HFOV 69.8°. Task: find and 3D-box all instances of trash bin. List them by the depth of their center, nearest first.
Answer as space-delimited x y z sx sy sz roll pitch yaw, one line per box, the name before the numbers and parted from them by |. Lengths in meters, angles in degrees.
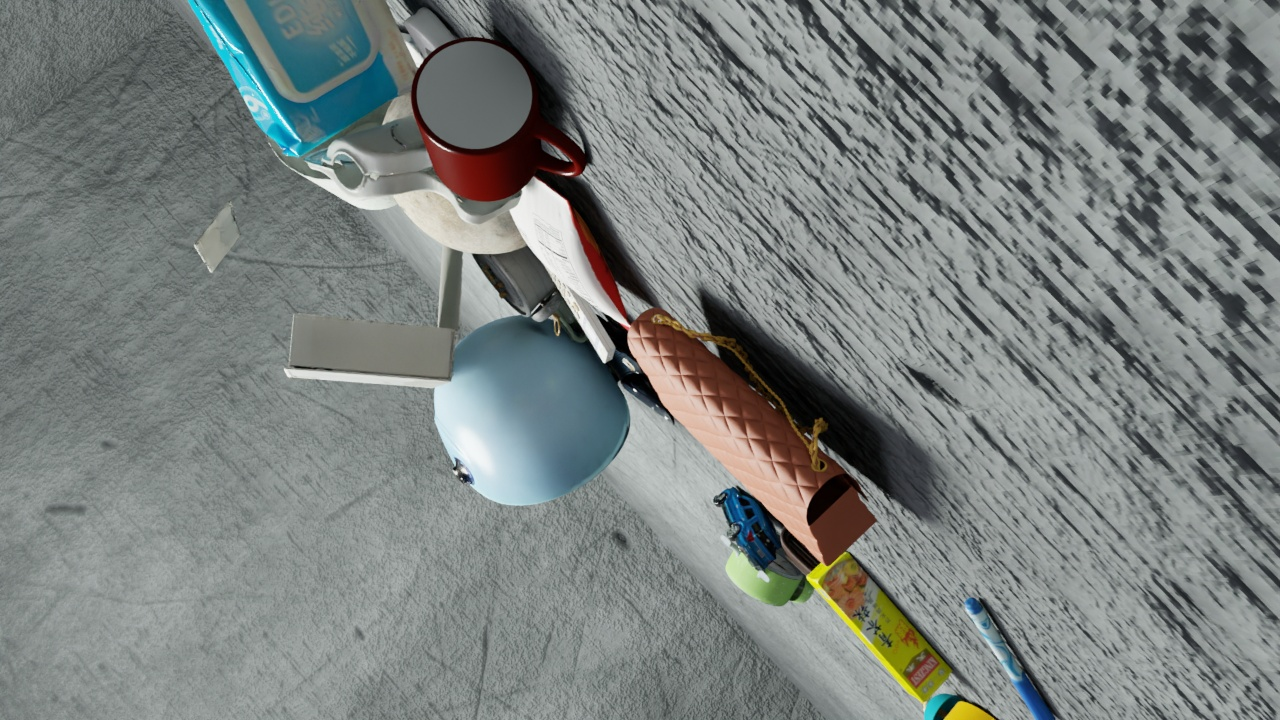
trash bin | -0.301 -0.231 0.969 0.133 0.133 0.161 47 175 4

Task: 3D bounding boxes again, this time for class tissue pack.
tissue pack | -0.230 -0.239 0.588 0.066 0.116 0.209 41 160 37

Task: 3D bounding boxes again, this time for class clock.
clock | 0.315 0.355 0.851 0.099 0.043 0.130 48 163 0
clock | -0.129 -0.087 0.972 0.148 0.056 0.104 53 166 -12
clock | 0.144 0.237 1.039 0.119 0.043 0.094 15 -161 -45

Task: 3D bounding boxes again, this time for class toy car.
toy car | 0.116 0.176 0.981 0.056 0.043 0.120 51 -175 -20

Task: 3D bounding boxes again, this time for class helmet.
helmet | -0.140 0.048 1.082 0.266 0.225 0.167 38 160 47

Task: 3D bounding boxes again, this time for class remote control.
remote control | -0.064 -0.061 0.850 0.136 0.011 0.050 58 170 7

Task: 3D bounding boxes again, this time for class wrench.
wrench | -0.186 -0.246 0.725 0.066 0.018 0.273 55 169 -33

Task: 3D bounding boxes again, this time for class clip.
clip | -0.156 -0.154 0.674 0.144 0.124 0.075 20 130 30
clip | -0.086 -0.052 1.033 0.076 0.023 0.045 52 171 -13

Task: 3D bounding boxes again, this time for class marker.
marker | 0.251 0.207 0.623 0.142 0.013 0.013 53 169 -26

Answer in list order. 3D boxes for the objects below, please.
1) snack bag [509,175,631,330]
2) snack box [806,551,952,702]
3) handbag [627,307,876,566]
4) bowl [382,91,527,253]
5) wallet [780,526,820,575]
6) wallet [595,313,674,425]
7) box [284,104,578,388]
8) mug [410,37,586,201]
snack bag | -0.061 -0.091 0.718 0.131 0.039 0.144 42 166 45
snack box | 0.212 0.235 0.817 0.148 0.040 0.029 48 171 -4
handbag | 0.072 0.039 0.593 0.172 0.060 0.109 44 175 35
bowl | -0.179 -0.158 0.826 0.178 0.081 0.179 47 167 14
wallet | 0.185 0.216 0.901 0.120 0.031 0.099 42 172 23
wallet | -0.005 0.005 0.891 0.115 0.026 0.089 35 162 52
box | -0.227 -0.109 1.011 0.172 0.379 0.167 36 166 -15
mug | -0.084 -0.141 0.568 0.105 0.073 0.082 19 170 -2
